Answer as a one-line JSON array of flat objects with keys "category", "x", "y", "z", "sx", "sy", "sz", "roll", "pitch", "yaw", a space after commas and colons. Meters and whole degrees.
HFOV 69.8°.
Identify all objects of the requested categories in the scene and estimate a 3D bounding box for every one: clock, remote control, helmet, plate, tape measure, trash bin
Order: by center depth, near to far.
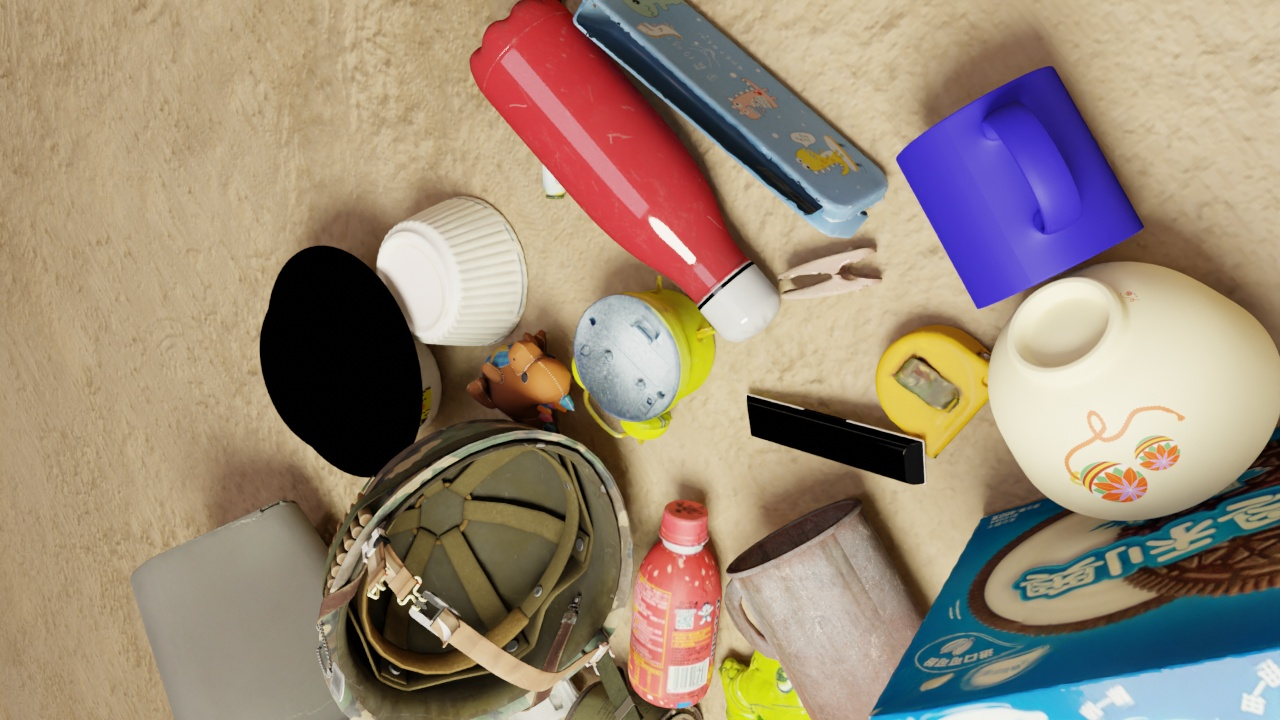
[{"category": "tape measure", "x": 0.160, "y": 0.010, "z": 0.502, "sx": 0.059, "sy": 0.030, "sz": 0.068, "roll": 42, "pitch": 123, "yaw": 16}, {"category": "remote control", "x": 0.110, "y": 0.046, "z": 0.541, "sx": 0.124, "sy": 0.011, "sz": 0.028, "roll": 15, "pitch": 124, "yaw": 44}, {"category": "helmet", "x": -0.105, "y": 0.148, "z": 0.596, "sx": 0.237, "sy": 0.192, "sz": 0.224, "roll": 8, "pitch": 66, "yaw": 58}, {"category": "clock", "x": -0.004, "y": 0.003, "z": 0.600, "sx": 0.083, "sy": 0.056, "sz": 0.119, "roll": 45, "pitch": 124, "yaw": 16}, {"category": "plate", "x": -0.244, "y": 0.007, "z": 0.699, "sx": 0.185, "sy": 0.036, "sz": 0.184, "roll": 11, "pitch": 110, "yaw": 33}, {"category": "trash bin", "x": -0.327, "y": 0.268, "z": 0.819, "sx": 0.220, "sy": 0.197, "sz": 0.198, "roll": 54, "pitch": 149, "yaw": 19}]

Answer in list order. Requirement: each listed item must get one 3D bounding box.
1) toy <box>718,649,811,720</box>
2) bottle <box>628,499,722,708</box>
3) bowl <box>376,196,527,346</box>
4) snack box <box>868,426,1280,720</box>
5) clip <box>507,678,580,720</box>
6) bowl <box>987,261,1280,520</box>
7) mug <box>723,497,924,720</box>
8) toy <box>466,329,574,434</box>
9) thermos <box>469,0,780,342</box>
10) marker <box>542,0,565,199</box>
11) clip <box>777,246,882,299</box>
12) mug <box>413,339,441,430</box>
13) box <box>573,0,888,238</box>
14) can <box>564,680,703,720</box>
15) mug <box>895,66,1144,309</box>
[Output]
[{"category": "toy", "x": 0.088, "y": 0.224, "z": 0.614, "sx": 0.094, "sy": 0.036, "sz": 0.094, "roll": -1, "pitch": 101, "yaw": 44}, {"category": "bottle", "x": 0.025, "y": 0.162, "z": 0.623, "sx": 0.062, "sy": 0.061, "sz": 0.138, "roll": 18, "pitch": 113, "yaw": 31}, {"category": "bowl", "x": -0.147, "y": -0.061, "z": 0.681, "sx": 0.115, "sy": 0.062, "sz": 0.115, "roll": 11, "pitch": 109, "yaw": 33}, {"category": "snack box", "x": 0.232, "y": 0.094, "z": 0.369, "sx": 0.240, "sy": 0.195, "sz": 0.056, "roll": -29, "pitch": 89, "yaw": 37}, {"category": "clip", "x": -0.109, "y": 0.244, "z": 0.757, "sx": 0.125, "sy": 0.089, "sz": 0.151, "roll": 57, "pitch": 138, "yaw": 11}, {"category": "bowl", "x": 0.201, "y": 0.002, "z": 0.403, "sx": 0.118, "sy": 0.074, "sz": 0.117, "roll": -33, "pitch": 40, "yaw": 33}, {"category": "mug", "x": 0.104, "y": 0.154, "z": 0.548, "sx": 0.123, "sy": 0.096, "sz": 0.110, "roll": -34, "pitch": 78, "yaw": 45}, {"category": "toy", "x": -0.068, "y": 0.029, "z": 0.650, "sx": 0.103, "sy": 0.070, "sz": 0.090, "roll": 57, "pitch": 155, "yaw": -17}, {"category": "thermos", "x": -0.004, "y": -0.110, "z": 0.556, "sx": 0.240, "sy": 0.073, "sz": 0.073, "roll": 50, "pitch": 126, "yaw": 3}, {"category": "marker", "x": -0.059, "y": -0.182, "z": 0.611, "sx": 0.017, "sy": 0.017, "sz": 0.146, "roll": 10, "pitch": 109, "yaw": 33}, {"category": "clip", "x": 0.108, "y": -0.052, "z": 0.525, "sx": 0.061, "sy": 0.025, "sz": 0.049, "roll": 27, "pitch": 116, "yaw": 25}, {"category": "mug", "x": -0.212, "y": 0.011, "z": 0.745, "sx": 0.094, "sy": 0.067, "sz": 0.116, "roll": 29, "pitch": 118, "yaw": 26}, {"category": "box", "x": 0.050, "y": -0.151, "z": 0.512, "sx": 0.210, "sy": 0.066, "sz": 0.052, "roll": 44, "pitch": 117, "yaw": 17}, {"category": "can", "x": -0.005, "y": 0.285, "z": 0.663, "sx": 0.075, "sy": 0.089, "sz": 0.090, "roll": 4, "pitch": 105, "yaw": 35}, {"category": "mug", "x": 0.173, "y": -0.079, "z": 0.416, "sx": 0.079, "sy": 0.111, "sz": 0.083, "roll": -28, "pitch": 86, "yaw": 13}]
